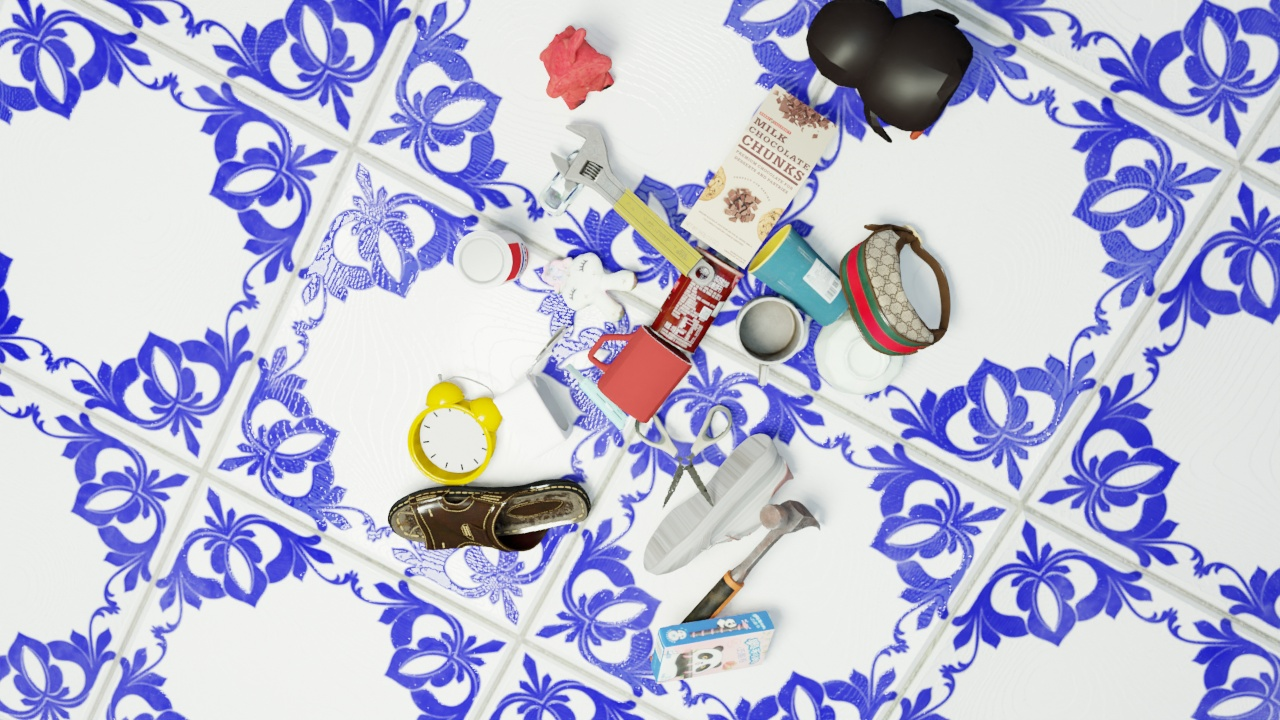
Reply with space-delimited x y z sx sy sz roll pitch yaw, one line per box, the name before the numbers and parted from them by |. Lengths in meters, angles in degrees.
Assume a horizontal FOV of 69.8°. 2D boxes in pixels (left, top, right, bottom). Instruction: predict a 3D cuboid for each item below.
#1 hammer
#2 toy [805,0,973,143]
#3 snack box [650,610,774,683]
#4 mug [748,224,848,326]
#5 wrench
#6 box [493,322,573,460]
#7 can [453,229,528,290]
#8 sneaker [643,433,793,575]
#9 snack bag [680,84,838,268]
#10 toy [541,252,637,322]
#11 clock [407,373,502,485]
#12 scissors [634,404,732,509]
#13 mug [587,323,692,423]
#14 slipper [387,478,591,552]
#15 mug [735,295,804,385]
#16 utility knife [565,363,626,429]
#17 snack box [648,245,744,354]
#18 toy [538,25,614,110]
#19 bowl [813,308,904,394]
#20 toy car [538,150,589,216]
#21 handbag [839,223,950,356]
hammer | 0.120 0.304 1.222 0.315 0.137 0.035 -53 56 21
toy | 0.284 -0.357 1.073 0.184 0.140 0.159 28 99 -1
snack box | 0.095 0.379 1.214 0.154 0.033 0.088 -5 132 -15
mug | 0.206 -0.103 1.154 0.121 0.078 0.078 39 99 -7
wrench | -0.008 -0.191 1.136 0.273 0.018 0.083 43 87 10
box | -0.117 0.028 1.180 0.132 0.107 0.151 -30 91 2
can | -0.183 -0.127 1.141 0.070 0.132 0.070 0 99 3
sneaker | 0.109 0.207 1.196 0.236 0.099 0.089 -45 107 3
snack bag | 0.147 -0.227 1.138 0.094 0.069 0.206 34 99 -2
toy | -0.068 -0.098 1.188 0.122 0.038 0.079 19 106 3
clock | -0.245 0.094 1.223 0.113 0.052 0.152 21 104 0
scissors | 0.055 0.115 1.188 0.157 0.013 0.170 30 65 25
mug | -0.007 0.007 1.177 0.116 0.080 0.097 37 99 -6
slipper | -0.199 0.211 1.209 0.268 0.075 0.113 -6 127 0
mug | 0.160 -0.026 1.168 0.084 0.070 0.113 7 99 2
utility knife | -0.059 0.044 1.184 0.141 0.015 0.022 48 60 -41
snack box | 0.070 -0.076 1.166 0.072 0.072 0.121 31 100 -2
toy | -0.089 -0.369 1.105 0.088 0.133 0.094 -29 87 -3
bowl | 0.284 -0.008 1.170 0.117 0.061 0.117 1 100 4
toy car | -0.094 -0.227 1.174 0.038 0.027 0.090 38 99 -1
handbag | 0.321 -0.092 1.136 0.138 0.063 0.166 -10 77 -29
